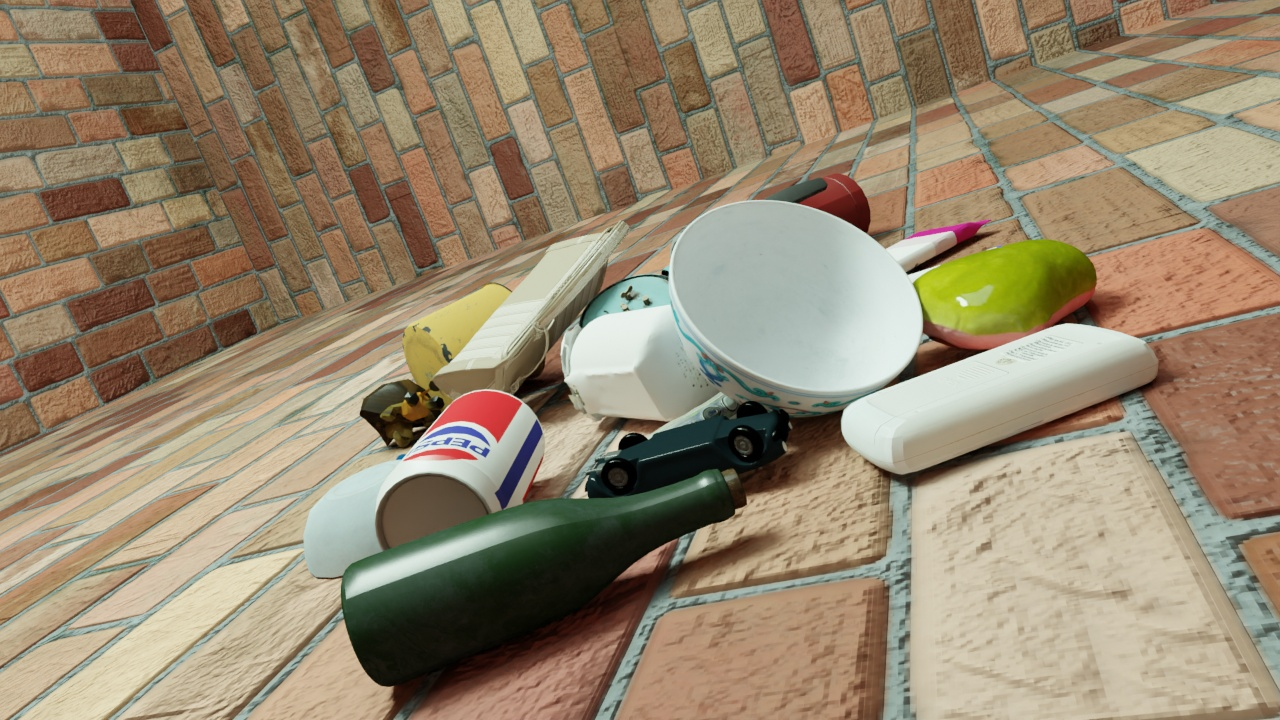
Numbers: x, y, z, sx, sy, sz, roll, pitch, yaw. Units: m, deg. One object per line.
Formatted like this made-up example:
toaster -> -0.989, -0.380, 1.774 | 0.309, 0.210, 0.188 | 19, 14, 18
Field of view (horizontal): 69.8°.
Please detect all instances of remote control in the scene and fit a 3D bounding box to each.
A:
remote control -> 0.165, 0.016, 0.432 | 0.138, 0.025, 0.060 | -20, 13, -6

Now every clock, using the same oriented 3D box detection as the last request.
clock -> 0.012, -0.032, 0.733 | 0.124, 0.053, 0.090 | -19, 42, 8

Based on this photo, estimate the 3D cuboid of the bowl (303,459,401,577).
bowl -> -0.170, 0.094, 0.591 | 0.106, 0.039, 0.106 | -19, 13, 5

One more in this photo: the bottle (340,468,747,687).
bottle -> -0.037, 0.085, 0.398 | 0.174, 0.055, 0.055 | -20, 13, -3

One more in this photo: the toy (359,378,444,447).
toy -> -0.202, 0.043, 0.805 | 0.076, 0.062, 0.100 | 14, -26, -35

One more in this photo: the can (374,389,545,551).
can -> -0.099, 0.067, 0.523 | 0.070, 0.070, 0.132 | -18, 13, 9

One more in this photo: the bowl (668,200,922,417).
bowl -> 0.080, -0.017, 0.534 | 0.143, 0.144, 0.074 | -28, -28, -31

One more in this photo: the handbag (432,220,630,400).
handbag -> -0.066, -0.054, 0.735 | 0.175, 0.062, 0.198 | -54, 10, -31

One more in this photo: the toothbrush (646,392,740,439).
toothbrush -> 0.063, 0.023, 0.566 | 0.185, 0.022, 0.024 | -28, -21, -29

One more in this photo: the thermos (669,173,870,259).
thermos -> 0.132, -0.127, 0.897 | 0.198, 0.084, 0.108 | -25, -23, -26

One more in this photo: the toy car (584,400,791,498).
toy car -> 0.025, 0.052, 0.478 | 0.112, 0.034, 0.046 | -17, 13, 19

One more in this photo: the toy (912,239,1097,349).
toy -> 0.212, -0.039, 0.527 | 0.110, 0.051, 0.090 | -21, 15, -13

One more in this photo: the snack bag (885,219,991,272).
snack bag -> 0.206, -0.078, 0.771 | 0.196, 0.016, 0.070 | -27, 10, -26

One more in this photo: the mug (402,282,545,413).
mug -> -0.160, -0.001, 0.859 | 0.093, 0.100, 0.124 | -32, -20, -34

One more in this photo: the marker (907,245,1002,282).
marker -> 0.197, -0.054, 0.677 | 0.142, 0.020, 0.020 | -18, 13, 11

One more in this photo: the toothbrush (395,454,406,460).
toothbrush -> -0.148, 0.079, 0.671 | 0.014, 0.014, 0.168 | -15, 7, -31

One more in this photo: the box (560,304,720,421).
box -> -0.007, 0.005, 0.627 | 0.089, 0.080, 0.143 | -43, 21, -25
